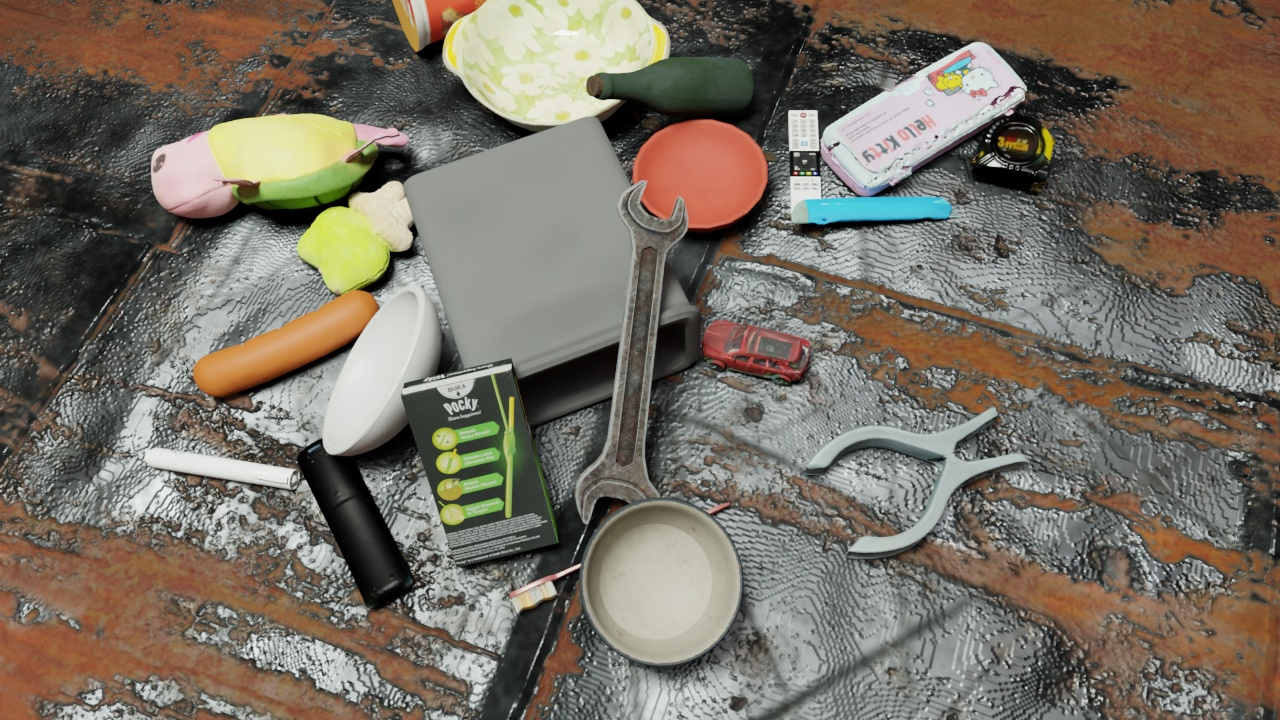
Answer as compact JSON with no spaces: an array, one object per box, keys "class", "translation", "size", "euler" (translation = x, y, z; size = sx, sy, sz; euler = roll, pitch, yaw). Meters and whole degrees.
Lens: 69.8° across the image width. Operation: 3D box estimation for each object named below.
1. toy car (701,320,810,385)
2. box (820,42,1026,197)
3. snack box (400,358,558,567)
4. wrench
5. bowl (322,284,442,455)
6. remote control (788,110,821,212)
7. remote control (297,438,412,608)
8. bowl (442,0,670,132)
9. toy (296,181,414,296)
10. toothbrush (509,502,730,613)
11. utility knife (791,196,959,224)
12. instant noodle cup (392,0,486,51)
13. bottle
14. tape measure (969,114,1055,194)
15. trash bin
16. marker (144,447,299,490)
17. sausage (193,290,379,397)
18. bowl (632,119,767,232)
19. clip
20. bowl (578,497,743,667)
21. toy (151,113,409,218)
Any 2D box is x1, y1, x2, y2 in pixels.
[{"class":"toy car","translation":[0.096,-0.009,0.769],"size":[0.091,0.036,0.042],"euler":[12,66,15]},{"class":"box","translation":[0.265,-0.225,0.854],"size":[0.202,0.044,0.086],"euler":[-31,68,-13]},{"class":"snack box","translation":[-0.118,0.078,0.687],"size":[0.080,0.148,0.025],"euler":[-13,22,-3]},{"class":"wrench","translation":[-0.004,0.004,0.691],"size":[0.070,0.010,0.273],"euler":[5,100,-12]},{"class":"bowl","translation":[-0.199,0.014,0.741],"size":[0.043,0.150,0.149],"euler":[30,61,-31]},{"class":"remote control","translation":[0.154,-0.183,0.861],"size":[0.028,0.012,0.124],"euler":[1,64,4]},{"class":"remote control","translation":[-0.230,0.125,0.731],"size":[0.041,0.020,0.152],"euler":[-31,66,-10]},{"class":"bowl","translation":[-0.079,-0.289,0.901],"size":[0.219,0.060,0.188],"euler":[3,65,6]},{"class":"toy","translation":[-0.251,-0.114,0.833],"size":[0.115,0.046,0.092],"euler":[-44,67,-11]},{"class":"toothbrush","translation":[-0.013,0.150,0.709],"size":[0.184,0.015,0.015],"euler":[-23,68,-8]},{"class":"utility knife","translation":[0.211,-0.134,0.826],"size":[0.158,0.015,0.031],"euler":[-2,61,-5]},{"class":"instant noodle cup","translation":[-0.188,-0.393,0.932],"size":[0.121,0.124,0.123],"euler":[-21,64,-15]},{"class":"bottle","translation":[0.025,-0.248,0.833],"size":[0.173,0.055,0.055],"euler":[-13,59,-38]},{"class":"tape measure","translation":[0.340,-0.190,0.840],"size":[0.067,0.038,0.062],"euler":[15,74,14]},{"class":"trash bin","translation":[-0.078,-0.075,0.777],"size":[0.191,0.098,0.219],"euler":[-21,63,-6]},{"class":"marker","translation":[-0.347,0.089,0.756],"size":[0.133,0.020,0.017],"euler":[8,87,7]},{"class":"sausage","translation":[-0.303,-0.014,0.792],"size":[0.164,0.039,0.044],"euler":[-26,46,-9]},{"class":"bowl","translation":[0.055,-0.163,0.845],"size":[0.122,0.035,0.121],"euler":[-2,64,3]},{"class":"clip","translation":[0.203,0.066,0.728],"size":[0.172,0.029,0.143],"euler":[-29,67,-11]},{"class":"bowl","translation":[0.013,0.160,0.669],"size":[0.115,0.059,0.115],"euler":[1,76,-4]},{"class":"toy","translation":[-0.334,-0.182,0.847],"size":[0.238,0.088,0.189],"euler":[-12,35,-2]}]
